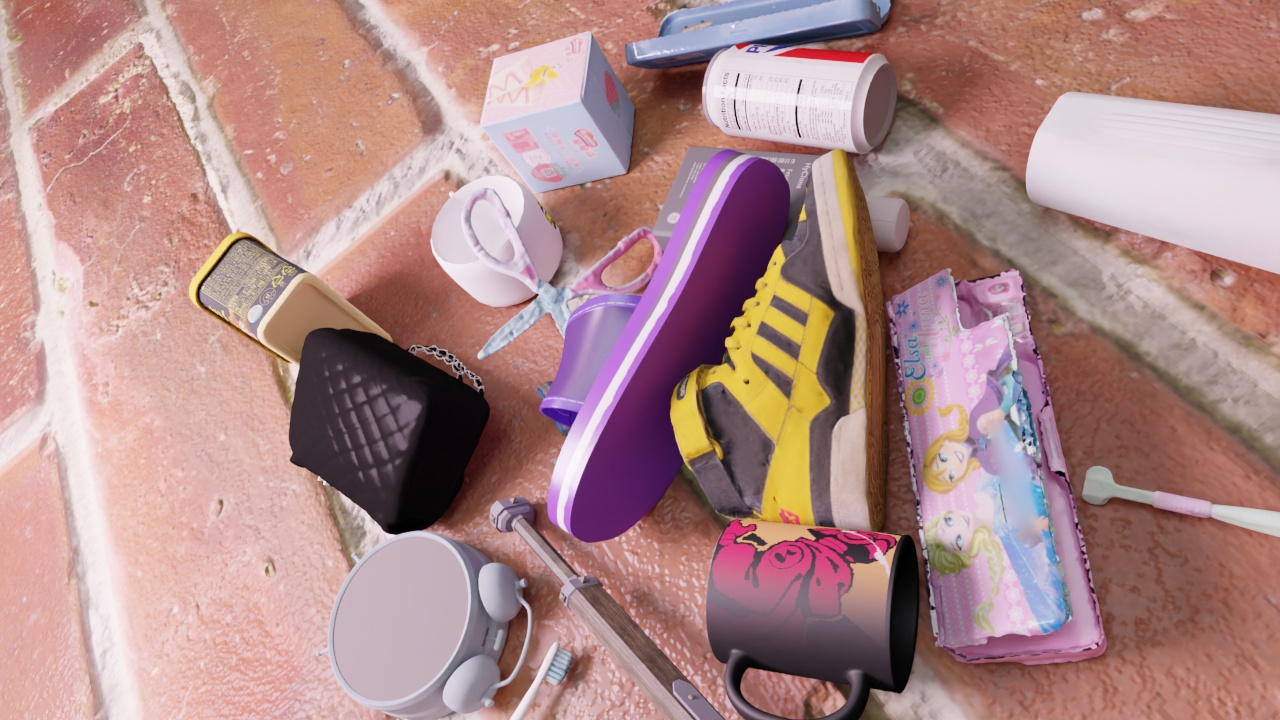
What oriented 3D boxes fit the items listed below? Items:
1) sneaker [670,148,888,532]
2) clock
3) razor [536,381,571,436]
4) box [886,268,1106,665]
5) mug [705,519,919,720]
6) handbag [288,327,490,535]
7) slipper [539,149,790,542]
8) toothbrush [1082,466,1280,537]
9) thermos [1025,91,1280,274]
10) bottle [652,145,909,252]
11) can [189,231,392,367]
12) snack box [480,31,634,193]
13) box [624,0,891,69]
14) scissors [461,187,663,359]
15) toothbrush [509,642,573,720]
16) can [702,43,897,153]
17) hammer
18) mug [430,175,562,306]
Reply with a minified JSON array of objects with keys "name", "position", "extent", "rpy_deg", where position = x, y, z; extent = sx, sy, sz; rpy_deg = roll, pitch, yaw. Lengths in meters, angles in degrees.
[{"name":"sneaker","position":[0.087,-0.010,0.576],"extent":[0.122,0.086,0.238],"rpy_deg":[-5,74,23]},{"name":"clock","position":[-0.142,0.180,0.623],"extent":[0.159,0.045,0.122],"rpy_deg":[2,64,29]},{"name":"razor","position":[-0.004,0.004,0.671],"extent":[0.144,0.022,0.042],"rpy_deg":[-29,91,4]},{"name":"box","position":[0.192,0.047,0.516],"extent":[0.085,0.071,0.230],"rpy_deg":[-11,59,21]},{"name":"mug","position":[0.091,0.146,0.496],"extent":[0.098,0.082,0.117],"rpy_deg":[1,45,27]},{"name":"handbag","position":[-0.188,0.055,0.708],"extent":[0.154,0.114,0.125],"rpy_deg":[24,99,31]},{"name":"slipper","position":[0.000,-0.017,0.609],"extent":[0.084,0.107,0.266],"rpy_deg":[25,89,34]},{"name":"toothbrush","position":[0.313,0.081,0.472],"extent":[0.155,0.015,0.022],"rpy_deg":[11,98,30]},{"name":"thermos","position":[0.338,-0.099,0.515],"extent":[0.220,0.099,0.099],"rpy_deg":[27,77,39]},{"name":"bottle","position":[0.103,-0.105,0.662],"extent":[0.174,0.046,0.083],"rpy_deg":[11,68,31]},{"name":"can","position":[-0.286,-0.035,0.764],"extent":[0.101,0.131,0.072],"rpy_deg":[26,76,32]},{"name":"snack box","position":[-0.067,-0.207,0.775],"extent":[0.095,0.093,0.079],"rpy_deg":[-7,60,23]},{"name":"box","position":[0.099,-0.275,0.762],"extent":[0.210,0.043,0.124],"rpy_deg":[-1,31,26]},{"name":"scissors","position":[-0.067,-0.067,0.695],"extent":[0.170,0.013,0.177],"rpy_deg":[-40,92,-15]},{"name":"toothbrush","position":[-0.107,0.274,0.563],"extent":[0.026,0.027,0.222],"rpy_deg":[32,78,2]},{"name":"can","position":[0.119,-0.199,0.692],"extent":[0.132,0.070,0.070],"rpy_deg":[18,72,33]},{"name":"hammer","position":[-0.003,0.168,0.546],"extent":[0.317,0.146,0.028],"rpy_deg":[36,124,45]},{"name":"mug","position":[-0.122,-0.102,0.758],"extent":[0.094,0.068,0.115],"rpy_deg":[-44,53,-2]}]
